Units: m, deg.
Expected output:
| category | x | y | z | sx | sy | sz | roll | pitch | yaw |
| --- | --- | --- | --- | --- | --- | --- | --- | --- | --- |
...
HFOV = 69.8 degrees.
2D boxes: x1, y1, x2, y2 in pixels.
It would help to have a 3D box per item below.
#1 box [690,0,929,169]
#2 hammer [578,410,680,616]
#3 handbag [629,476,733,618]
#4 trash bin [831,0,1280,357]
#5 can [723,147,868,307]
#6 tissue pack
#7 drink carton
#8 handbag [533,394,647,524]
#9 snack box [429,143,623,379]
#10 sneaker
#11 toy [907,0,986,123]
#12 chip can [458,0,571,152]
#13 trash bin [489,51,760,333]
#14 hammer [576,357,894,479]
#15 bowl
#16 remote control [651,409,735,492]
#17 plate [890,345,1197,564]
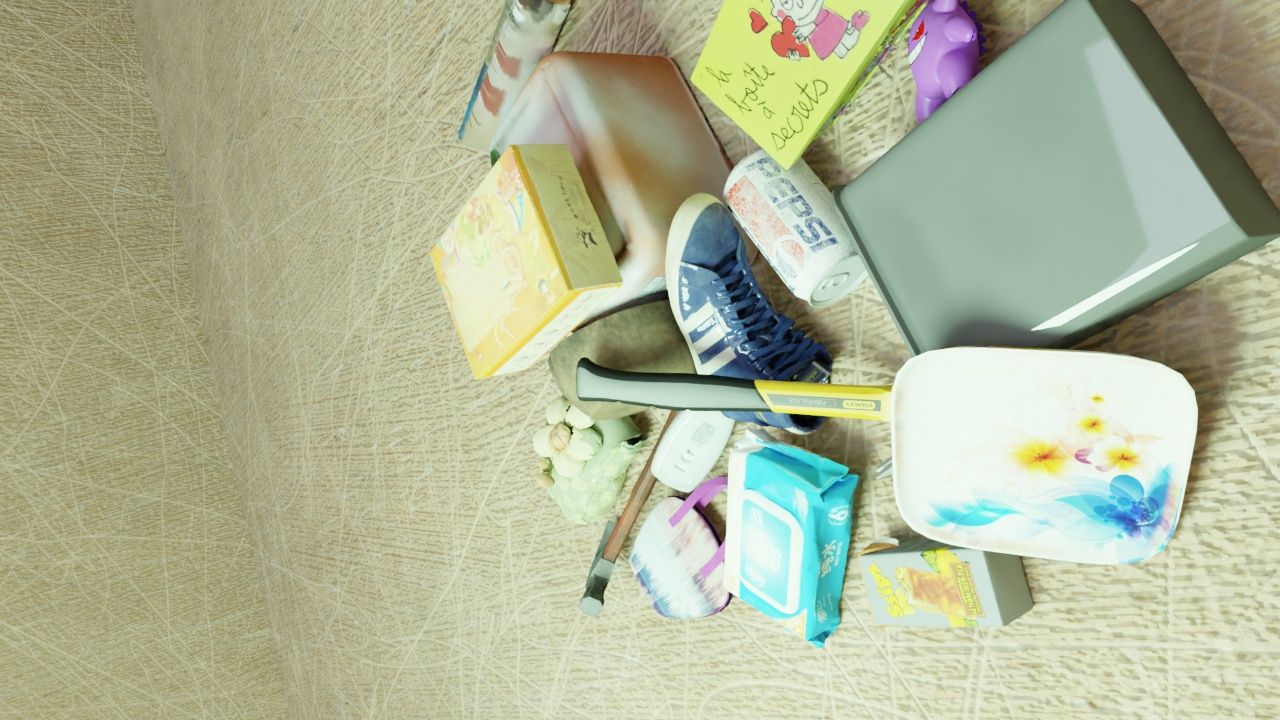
| category | x | y | z | sx | sy | sz | roll | pitch | yaw |
| --- | --- | --- | --- | --- | --- | --- | --- | --- | --- |
| box | 0.130 | -0.257 | 0.699 | 0.124 | 0.082 | 0.221 | 46 | 156 | 3 |
| hammer | 0.003 | 0.143 | 1.031 | 0.028 | 0.110 | 0.301 | 23 | 115 | -3 |
| handbag | 0.066 | 0.189 | 0.979 | 0.170 | 0.068 | 0.144 | -57 | 51 | 32 |
| trash bin | 0.270 | -0.102 | 0.632 | 0.221 | 0.097 | 0.191 | -40 | 67 | 46 |
| can | 0.137 | -0.119 | 0.803 | 0.136 | 0.078 | 0.078 | 58 | 136 | 25 |
| tissue pack | 0.137 | 0.170 | 0.864 | 0.117 | 0.065 | 0.210 | 27 | 129 | 41 |
| drink carton | 0.248 | 0.182 | 0.758 | 0.125 | 0.048 | 0.076 | -19 | 83 | 51 |
| handbag | -0.074 | 0.116 | 1.083 | 0.113 | 0.116 | 0.187 | 50 | 131 | 32 |
| snack box | -0.108 | -0.089 | 0.859 | 0.196 | 0.080 | 0.145 | -36 | 71 | 49 |
| sneaker | 0.104 | -0.029 | 0.822 | 0.118 | 0.091 | 0.233 | 23 | 135 | 45 |
| toy | 0.229 | -0.230 | 0.683 | 0.106 | 0.056 | 0.088 | 118 | 137 | -84 |
| chip can | -0.155 | -0.352 | 1.112 | 0.079 | 0.079 | 0.230 | 57 | 136 | 26 |
| trash bin | -0.027 | -0.170 | 0.931 | 0.182 | 0.157 | 0.259 | -43 | 65 | 46 |
| hammer | 0.100 | 0.030 | 0.785 | 0.324 | 0.029 | 0.127 | 3 | 106 | 15 |
| bowl | -0.005 | 0.005 | 0.914 | 0.163 | 0.161 | 0.070 | -36 | 69 | 48 |
| remote control | 0.057 | 0.083 | 0.954 | 0.060 | 0.028 | 0.114 | 27 | 109 | -4 |
| plate | 0.272 | 0.065 | 0.638 | 0.187 | 0.016 | 0.187 | 4 | 127 | 23 |
